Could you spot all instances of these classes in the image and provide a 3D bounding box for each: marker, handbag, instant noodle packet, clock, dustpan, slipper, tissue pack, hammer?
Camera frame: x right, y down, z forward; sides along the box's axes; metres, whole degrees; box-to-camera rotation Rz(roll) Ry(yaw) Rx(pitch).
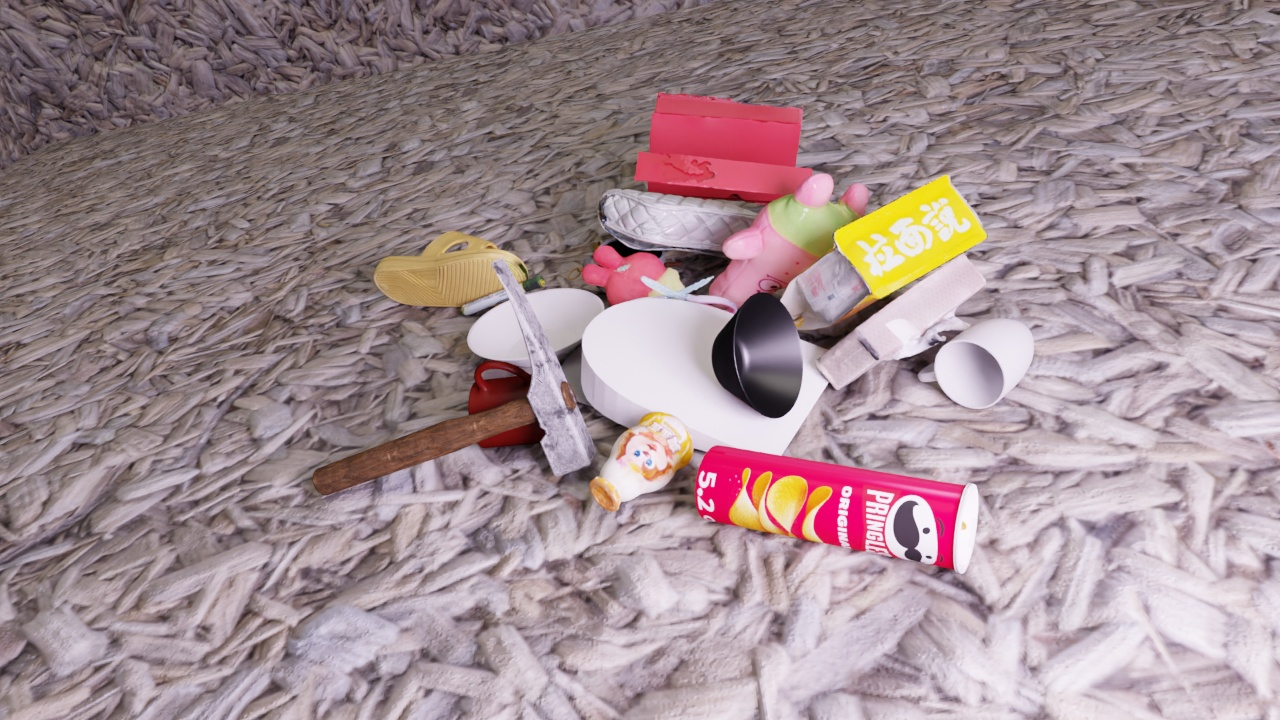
[{"bbox_3d":[-0.188,-0.087,1.241,0.147,0.017,0.017,-16,25,33],"label":"marker"},{"bbox_3d":[0.052,-0.181,1.220,0.194,0.072,0.139,1,19,-34],"label":"handbag"},{"bbox_3d":[0.239,-0.096,1.002,0.162,0.084,0.222,-30,-5,-22],"label":"instant noodle packet"},{"bbox_3d":[-0.026,-0.124,1.234,0.147,0.056,0.104,-9,35,-16],"label":"clock"},{"bbox_3d":[0.059,0.020,0.985,0.258,0.053,0.190,23,43,20],"label":"dustpan"},{"bbox_3d":[-0.260,-0.130,1.295,0.264,0.099,0.078,-1,49,29],"label":"slipper"},{"bbox_3d":[0.277,-0.034,0.948,0.181,0.071,0.104,-28,-11,-28],"label":"tissue pack"},{"bbox_3d":[-0.218,0.046,0.928,0.301,0.218,0.037,-19,11,15],"label":"hammer"}]

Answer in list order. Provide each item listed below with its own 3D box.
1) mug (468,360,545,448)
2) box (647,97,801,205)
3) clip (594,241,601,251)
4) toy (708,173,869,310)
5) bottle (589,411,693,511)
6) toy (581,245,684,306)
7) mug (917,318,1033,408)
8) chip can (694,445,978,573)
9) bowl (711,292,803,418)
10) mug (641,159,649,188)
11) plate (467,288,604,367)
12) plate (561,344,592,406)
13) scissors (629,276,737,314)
[{"bbox_3d":[-0.134,0.041,0.964,0.083,0.106,0.073,-7,39,11],"label":"mug"},{"bbox_3d":[0.129,-0.312,1.433,0.213,0.148,0.374,6,7,5],"label":"box"},{"bbox_3d":[-0.055,-0.143,1.303,0.046,0.048,0.054,-58,29,13],"label":"clip"},{"bbox_3d":[0.162,-0.125,1.073,0.191,0.237,0.096,9,55,-38],"label":"toy"},{"bbox_3d":[0.000,0.096,0.863,0.063,0.063,0.108,16,42,39],"label":"bottle"},{"bbox_3d":[-0.009,-0.097,1.161,0.135,0.045,0.091,24,69,6],"label":"toy"},{"bbox_3d":[0.330,-0.001,0.904,0.089,0.071,0.107,-29,8,-37],"label":"mug"},{"bbox_3d":[0.157,0.119,0.759,0.221,0.069,0.069,6,36,30],"label":"chip can"},{"bbox_3d":[0.107,-0.002,0.911,0.053,0.124,0.123,-8,27,40],"label":"bowl"},{"bbox_3d":[0.073,-0.303,1.496,0.110,0.074,0.090,37,52,21],"label":"mug"},{"bbox_3d":[-0.127,-0.032,1.149,0.174,0.036,0.173,-10,31,6],"label":"plate"},{"bbox_3d":[-0.006,0.006,1.063,0.178,0.012,0.178,-10,31,6],"label":"plate"},{"bbox_3d":[0.035,-0.069,1.077,0.176,0.013,0.170,-11,-16,34],"label":"scissors"}]
